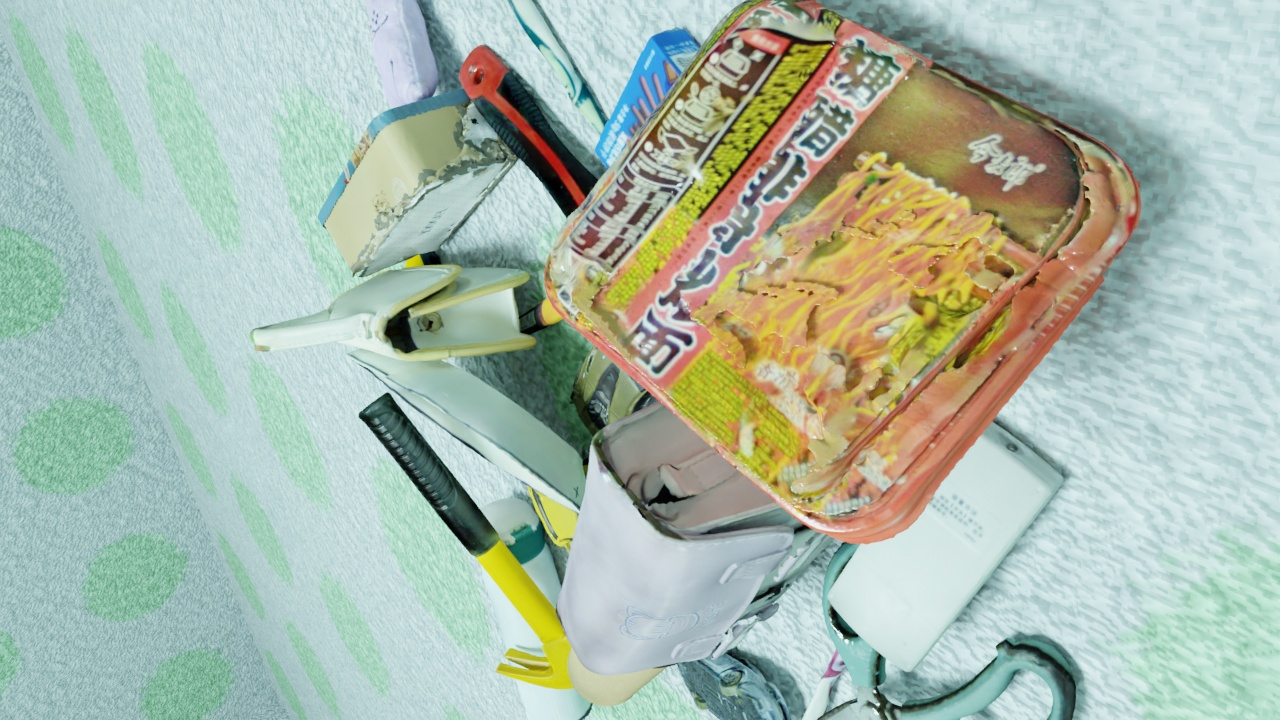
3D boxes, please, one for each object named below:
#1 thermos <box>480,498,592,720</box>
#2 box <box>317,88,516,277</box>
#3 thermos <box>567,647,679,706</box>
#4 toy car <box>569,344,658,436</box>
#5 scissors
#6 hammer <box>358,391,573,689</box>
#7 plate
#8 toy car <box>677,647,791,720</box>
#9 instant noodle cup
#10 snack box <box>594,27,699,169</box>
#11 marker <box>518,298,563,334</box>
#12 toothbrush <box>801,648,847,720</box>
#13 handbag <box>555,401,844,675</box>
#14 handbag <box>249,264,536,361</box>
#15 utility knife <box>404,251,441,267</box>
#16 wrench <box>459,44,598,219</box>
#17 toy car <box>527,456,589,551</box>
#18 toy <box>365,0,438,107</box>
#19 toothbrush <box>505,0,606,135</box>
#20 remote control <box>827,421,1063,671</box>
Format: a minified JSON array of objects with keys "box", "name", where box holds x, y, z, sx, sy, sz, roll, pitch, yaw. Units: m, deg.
[{"box":[-0.102,0.233,0.849,0.073,0.073,0.224,14,123,49],"name":"thermos"},{"box":[-0.167,-0.121,0.662,0.185,0.089,0.062,-26,93,52],"name":"box"},{"box":[-0.008,0.197,0.668,0.093,0.092,0.144,47,141,22],"name":"thermos"},{"box":[-0.003,0.003,0.577,0.070,0.042,0.159,49,142,19],"name":"toy car"},{"box":[0.152,0.177,0.480,0.170,0.019,0.178,23,117,35],"name":"scissors"},{"box":[-0.130,0.154,0.765,0.129,0.032,0.301,-32,99,26],"name":"hammer"},{"box":[-0.125,0.041,0.678,0.162,0.034,0.266,42,166,-28],"name":"plate"},{"box":[0.063,0.234,0.656,0.121,0.036,0.054,3,116,64],"name":"toy car"},{"box":[0.072,-0.038,0.361,0.189,0.164,0.079,41,-175,31],"name":"instant noodle cup"},{"box":[0.041,-0.080,0.467,0.157,0.026,0.085,54,145,12],"name":"snack box"},{"box":[-0.072,-0.031,0.668,0.124,0.015,0.018,-20,77,59],"name":"marker"},{"box":[0.123,0.188,0.560,0.017,0.016,0.188,31,136,24],"name":"toothbrush"},{"box":[0.036,0.086,0.470,0.098,0.144,0.197,60,154,25],"name":"handbag"},{"box":[-0.182,-0.034,0.659,0.164,0.178,0.063,9,107,57],"name":"handbag"},{"box":[-0.211,-0.069,0.826,0.174,0.015,0.033,-17,93,58],"name":"utility knife"},{"box":[-0.039,-0.095,0.549,0.056,0.016,0.273,-45,66,28],"name":"wrench"},{"box":[-0.050,0.114,0.718,0.156,0.041,0.071,-17,98,58],"name":"toy car"},{"box":[-0.165,-0.213,0.631,0.084,0.038,0.108,-32,73,67],"name":"toy"},{"box":[-0.041,-0.157,0.531,0.191,0.018,0.016,58,147,6],"name":"toothbrush"},{"box":[0.139,0.088,0.436,0.056,0.019,0.135,41,128,28],"name":"remote control"}]
